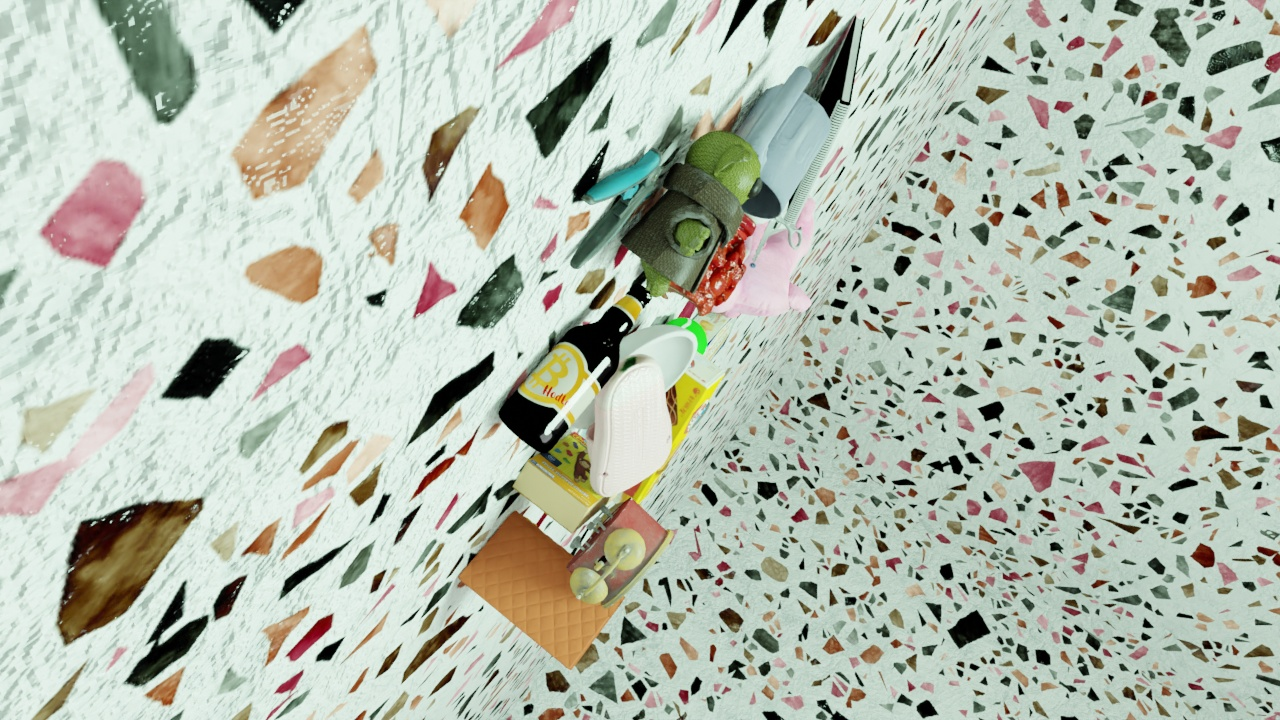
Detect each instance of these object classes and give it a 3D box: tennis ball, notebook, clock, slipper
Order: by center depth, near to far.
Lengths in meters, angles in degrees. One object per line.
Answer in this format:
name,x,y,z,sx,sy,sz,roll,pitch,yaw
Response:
slipper,-0.017,0.075,0.996,0.106,0.055,0.222,-30,145,-24
clock,-0.035,0.217,1.046,0.117,0.081,0.158,-47,179,15
notebook,0.217,-0.281,1.094,0.207,0.016,0.148,107,-1,-59
tennis ball,0.055,-0.024,1.206,0.065,0.065,0.065,-51,169,-15

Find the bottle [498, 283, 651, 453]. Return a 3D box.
bottle,-0.052,0.000,0.850,0.181,0.059,0.059,-50,168,-18

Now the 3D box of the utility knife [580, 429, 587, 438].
utility knife,-0.093,0.136,1.213,0.022,0.015,0.166,-7,141,-29

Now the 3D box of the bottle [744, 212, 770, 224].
bottle,0.164,-0.228,1.099,0.044,0.044,0.137,-40,163,-50

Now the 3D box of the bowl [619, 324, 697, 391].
bowl,-0.006,0.006,1.056,0.149,0.043,0.150,-31,155,-17

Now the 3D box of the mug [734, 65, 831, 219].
mug,0.127,-0.212,0.887,0.104,0.084,0.124,-56,167,-13

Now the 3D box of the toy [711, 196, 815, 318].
toy,0.189,-0.120,1.294,0.264,0.128,0.187,-40,157,-43

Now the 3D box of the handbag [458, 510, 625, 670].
handbag,-0.118,0.278,1.119,0.108,0.172,0.060,-51,168,-16

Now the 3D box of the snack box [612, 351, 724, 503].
snack box,0.005,0.079,1.193,0.061,0.110,0.231,-35,159,-57

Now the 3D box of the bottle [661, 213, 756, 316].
bottle,0.062,-0.106,0.951,0.111,0.099,0.099,-64,169,-4

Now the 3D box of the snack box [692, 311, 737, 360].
snack box,0.093,-0.026,1.416,0.144,0.042,0.145,-47,168,-30

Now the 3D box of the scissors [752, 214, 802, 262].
scissors,0.185,-0.203,1.214,0.141,0.014,0.175,34,75,-46

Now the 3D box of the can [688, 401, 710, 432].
can,0.050,0.096,1.486,0.130,0.044,0.130,-42,-173,6

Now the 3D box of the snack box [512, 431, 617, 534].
snack box,-0.079,0.142,1.089,0.040,0.088,0.125,-58,168,21

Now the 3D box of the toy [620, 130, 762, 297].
toy,0.046,-0.126,0.798,0.153,0.078,0.179,-54,-168,7

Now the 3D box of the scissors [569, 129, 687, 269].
scissors,-0.013,-0.129,0.731,0.125,0.019,0.154,-59,167,26

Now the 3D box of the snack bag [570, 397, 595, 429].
snack bag,-0.058,0.046,0.972,0.070,0.016,0.196,-45,158,14
